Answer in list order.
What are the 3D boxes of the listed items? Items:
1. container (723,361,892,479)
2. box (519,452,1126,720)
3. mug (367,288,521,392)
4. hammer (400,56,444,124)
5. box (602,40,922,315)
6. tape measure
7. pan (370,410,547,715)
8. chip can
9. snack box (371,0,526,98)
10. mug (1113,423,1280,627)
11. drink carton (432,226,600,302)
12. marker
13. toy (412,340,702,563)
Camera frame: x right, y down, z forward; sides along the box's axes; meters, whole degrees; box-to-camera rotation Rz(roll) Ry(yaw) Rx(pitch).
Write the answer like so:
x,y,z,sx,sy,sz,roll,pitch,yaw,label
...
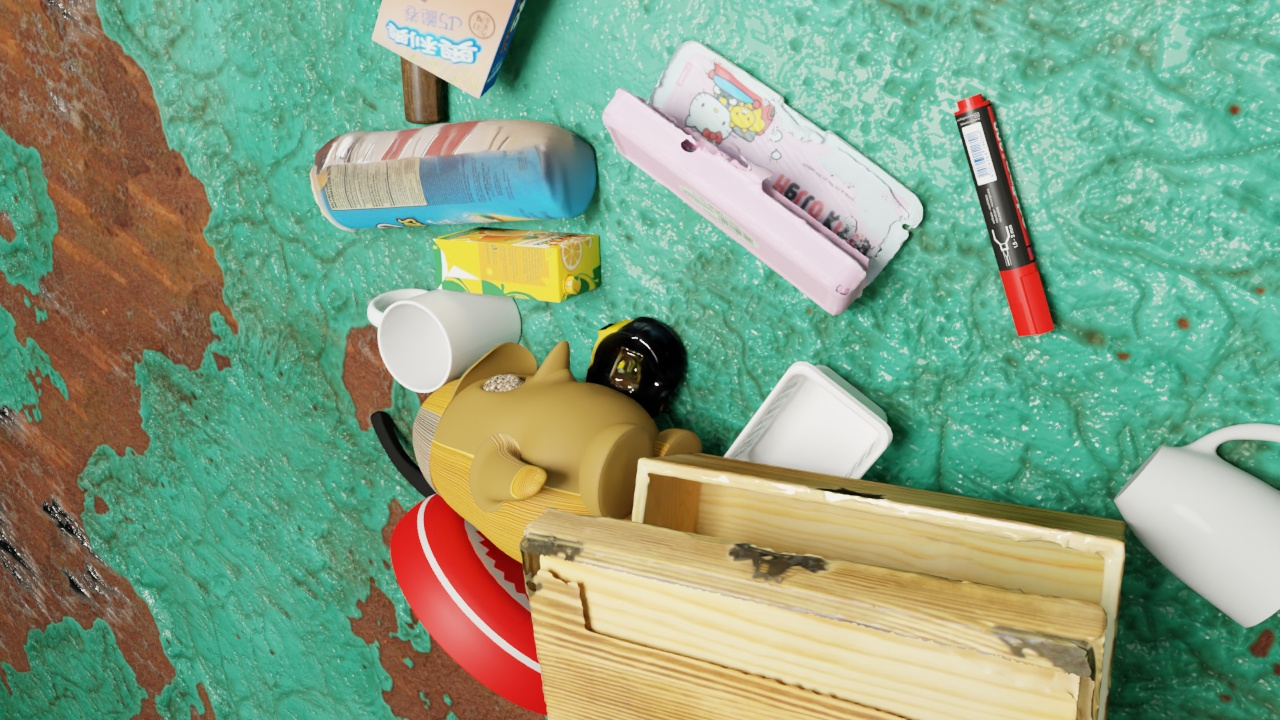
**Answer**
x,y,z,sx,sy,sz,roll,pitch,yaw,label
0.114,0.063,0.639,0.081,0.049,0.129,40,122,13,container
0.097,0.200,0.502,0.280,0.215,0.257,6,92,27,box
-0.168,-0.030,0.746,0.110,0.090,0.074,25,117,21,mug
-0.138,-0.318,0.651,0.218,0.036,0.301,17,118,34,hammer
0.081,-0.126,0.595,0.202,0.088,0.095,39,88,13,box
-0.004,0.004,0.693,0.071,0.042,0.072,22,116,25,tape measure
-0.139,0.139,0.760,0.067,0.208,0.356,-49,53,9,pan
-0.148,-0.143,0.708,0.230,0.079,0.080,2,108,29,chip can
-0.118,-0.265,0.620,0.087,0.034,0.152,28,127,-5,snack box
0.332,0.078,0.515,0.089,0.071,0.107,40,94,23,mug
-0.092,-0.075,0.706,0.123,0.058,0.041,9,111,28,drink carton
0.216,-0.086,0.545,0.021,0.023,0.145,-20,98,-4,marker
-0.074,0.065,0.668,0.204,0.198,0.162,16,92,33,toy
